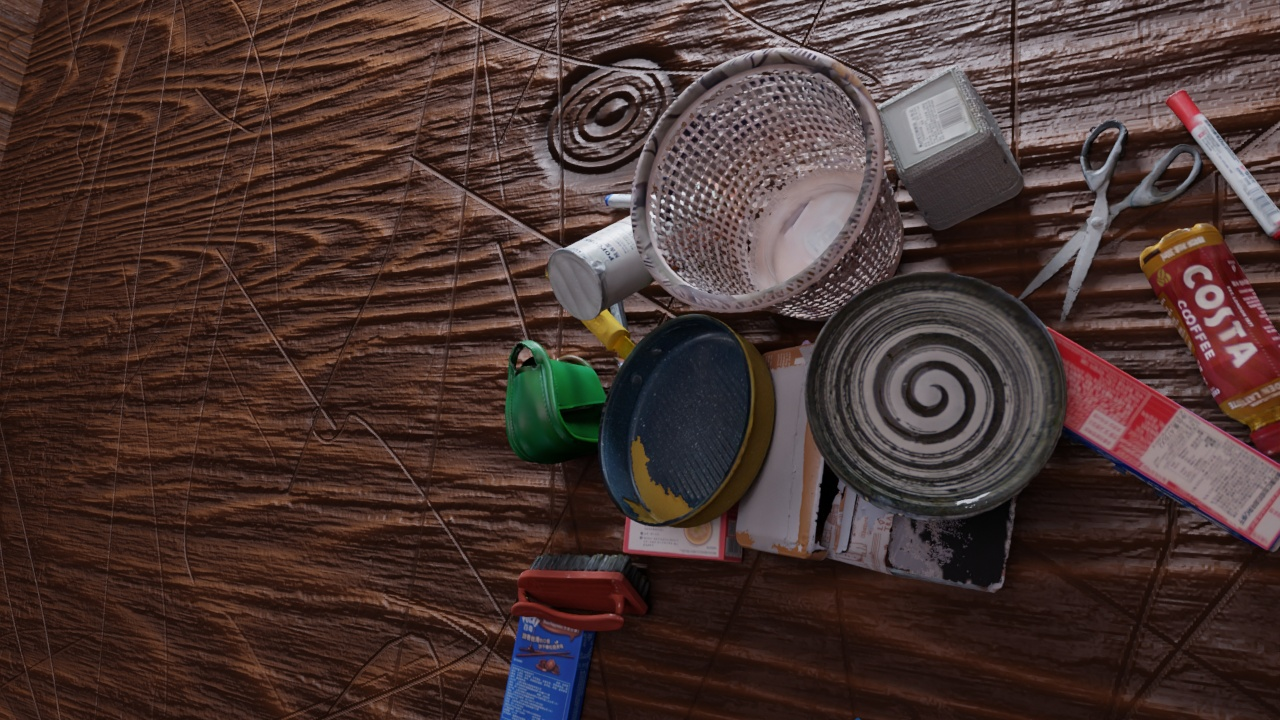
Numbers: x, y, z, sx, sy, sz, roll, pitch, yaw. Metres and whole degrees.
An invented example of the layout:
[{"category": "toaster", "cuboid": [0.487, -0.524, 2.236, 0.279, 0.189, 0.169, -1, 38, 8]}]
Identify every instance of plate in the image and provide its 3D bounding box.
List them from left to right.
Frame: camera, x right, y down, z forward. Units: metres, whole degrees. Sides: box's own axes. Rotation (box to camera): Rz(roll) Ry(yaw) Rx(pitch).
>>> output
[{"category": "plate", "cuboid": [0.208, 0.025, 0.660, 0.180, 0.024, 0.179, -3, 77, 15]}]

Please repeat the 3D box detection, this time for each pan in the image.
[{"category": "pan", "cuboid": [-0.005, 0.005, 0.887, 0.198, 0.078, 0.357, -53, 41, 18]}]

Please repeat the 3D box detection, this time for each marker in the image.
[{"category": "marker", "cuboid": [-0.027, -0.060, 1.017, 0.018, 0.015, 0.123, -24, 68, 28]}, {"category": "marker", "cuboid": [0.022, -0.175, 1.013, 0.146, 0.017, 0.017, 8, 82, 34]}, {"category": "marker", "cuboid": [0.461, -0.155, 0.721, 0.017, 0.017, 0.145, -32, 62, 22]}]

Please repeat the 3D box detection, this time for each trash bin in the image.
[{"category": "trash bin", "cuboid": [0.134, -0.130, 0.819, 0.228, 0.192, 0.227, -9, 73, 31]}]

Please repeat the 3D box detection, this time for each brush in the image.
[{"category": "brush", "cuboid": [-0.067, 0.235, 0.926, 0.146, 0.063, 0.069, -6, 42, 33]}]

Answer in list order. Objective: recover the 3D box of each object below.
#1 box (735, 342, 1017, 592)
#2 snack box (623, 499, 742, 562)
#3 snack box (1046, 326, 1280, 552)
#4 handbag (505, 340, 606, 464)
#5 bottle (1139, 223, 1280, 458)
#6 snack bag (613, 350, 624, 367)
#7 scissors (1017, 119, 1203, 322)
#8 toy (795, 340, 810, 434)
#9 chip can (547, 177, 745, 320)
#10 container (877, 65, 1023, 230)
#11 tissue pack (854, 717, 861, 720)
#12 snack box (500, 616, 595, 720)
[{"category": "box", "cuboid": [0.189, 0.088, 0.774, 0.193, 0.156, 0.183, -4, 73, 64]}, {"category": "snack box", "cuboid": [0.045, 0.130, 0.900, 0.113, 0.044, 0.127, -3, 75, 33]}, {"category": "snack box", "cuboid": [0.363, 0.054, 0.662, 0.207, 0.057, 0.058, 34, 96, 11]}, {"category": "handbag", "cuboid": [-0.088, 0.044, 0.955, 0.068, 0.131, 0.120, -20, 74, 22]}, {"category": "bottle", "cuboid": [0.435, -0.015, 0.675, 0.058, 0.057, 0.174, -27, 64, 24]}, {"category": "snack bag", "cuboid": [-0.006, 0.038, 0.961, 0.048, 0.026, 0.104, 0, 93, 22]}, {"category": "scissors", "cuboid": [0.385, -0.121, 0.764, 0.171, 0.014, 0.159, -17, 69, 30]}, {"category": "toy", "cuboid": [0.149, 0.048, 0.858, 0.108, 0.039, 0.084, -48, 70, 12]}, {"category": "chip can", "cuboid": [0.012, -0.115, 0.889, 0.071, 0.214, 0.071, 30, 137, 33]}, {"category": "container", "cuboid": [0.265, -0.184, 0.797, 0.090, 0.114, 0.090, -26, 64, 25]}, {"category": "tissue pack", "cuboid": [0.165, 0.381, 0.750, 0.095, 0.052, 0.157, 43, 102, 33]}, {"category": "snack box", "cuboid": [-0.099, 0.343, 0.948, 0.085, 0.026, 0.157, 5, 80, 34]}]
